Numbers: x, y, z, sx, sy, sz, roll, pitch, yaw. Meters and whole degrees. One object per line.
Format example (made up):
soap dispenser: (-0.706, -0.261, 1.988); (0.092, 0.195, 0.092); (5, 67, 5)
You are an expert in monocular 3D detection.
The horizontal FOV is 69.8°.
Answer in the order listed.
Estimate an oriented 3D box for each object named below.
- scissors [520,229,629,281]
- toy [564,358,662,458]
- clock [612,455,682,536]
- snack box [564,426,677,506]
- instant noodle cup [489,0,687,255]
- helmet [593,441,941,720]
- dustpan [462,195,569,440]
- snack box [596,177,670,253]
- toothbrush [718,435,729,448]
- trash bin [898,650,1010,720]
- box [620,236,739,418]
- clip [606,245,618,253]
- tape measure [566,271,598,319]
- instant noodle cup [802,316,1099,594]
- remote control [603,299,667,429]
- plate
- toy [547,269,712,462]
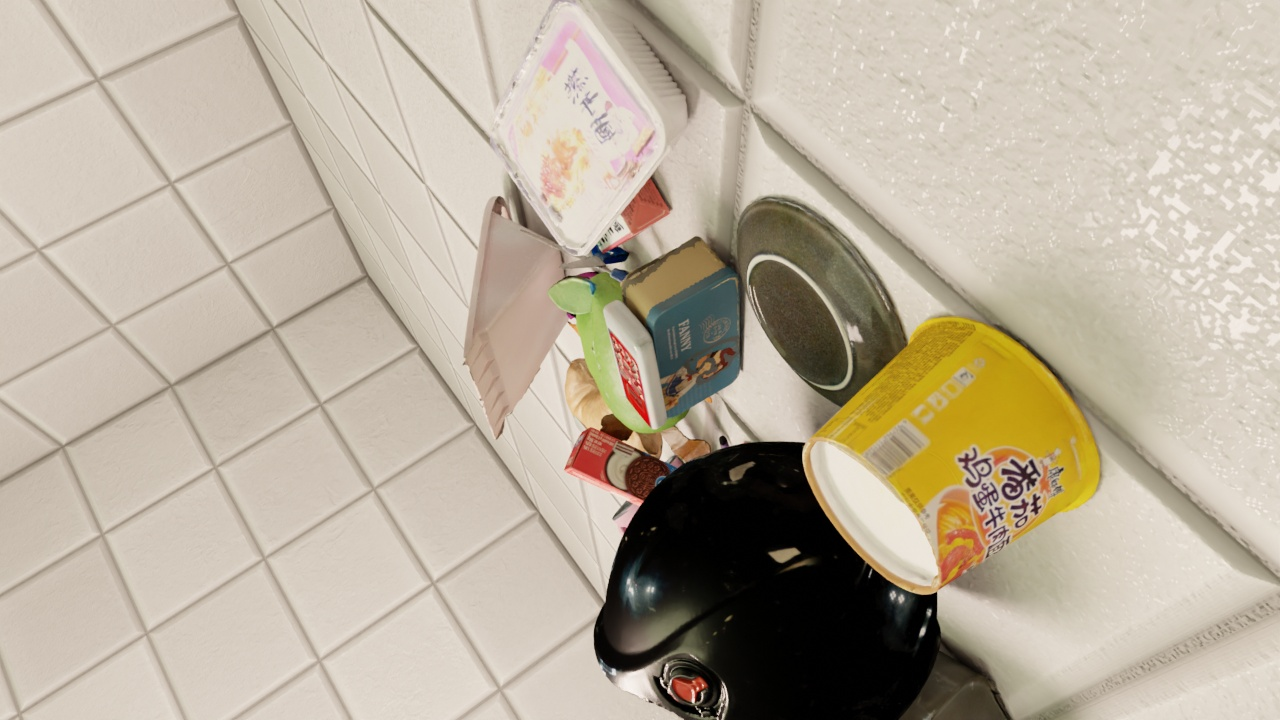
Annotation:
scissors: (-0.032, -0.089, 0.862); (0.162, 0.012, 0.175); (30, -162, -1)
toy: (-0.018, 0.078, 1.169); (0.226, 0.082, 0.143); (30, 159, 53)
clock: (0.020, 0.188, 1.209); (0.060, 0.117, 0.159); (45, 162, 1)
snack box: (0.017, 0.147, 1.069); (0.207, 0.057, 0.058); (26, 165, -8)
instant noodle cup: (-0.035, -0.178, 0.695); (0.138, 0.060, 0.174); (55, 141, 6)
helmet: (0.094, 0.174, 0.718); (0.232, 0.275, 0.230); (-61, -29, -64)
dustpan: (-0.190, -0.068, 1.177); (0.139, 0.272, 0.223); (25, 151, 15)
snack box: (-0.037, -0.160, 0.832); (0.113, 0.044, 0.127); (59, 164, -6)
toothbrush: (0.119, 0.156, 1.036); (0.189, 0.014, 0.016); (67, 174, -29)
trash bin: (0.208, 0.342, 0.841); (0.220, 0.198, 0.199); (5, 129, 61)
box: (0.037, -0.028, 0.790); (0.059, 0.089, 0.184); (53, 168, 28)
clip: (-0.045, -0.132, 0.956); (0.055, 0.038, 0.013); (40, 160, 21)
tape measure: (-0.063, -0.073, 1.051); (0.057, 0.057, 0.039); (-105, -8, -58)
instant noodle cup: (0.170, 0.060, 0.532); (0.138, 0.109, 0.138); (50, 163, 21)
remote control: (-0.004, 0.006, 0.778); (0.056, 0.020, 0.136); (51, 165, 33)
plate: (0.119, -0.032, 0.659); (0.179, 0.024, 0.180); (50, 163, 21)
toy: (-0.006, 0.006, 0.973); (0.227, 0.089, 0.247); (22, 142, 40)
